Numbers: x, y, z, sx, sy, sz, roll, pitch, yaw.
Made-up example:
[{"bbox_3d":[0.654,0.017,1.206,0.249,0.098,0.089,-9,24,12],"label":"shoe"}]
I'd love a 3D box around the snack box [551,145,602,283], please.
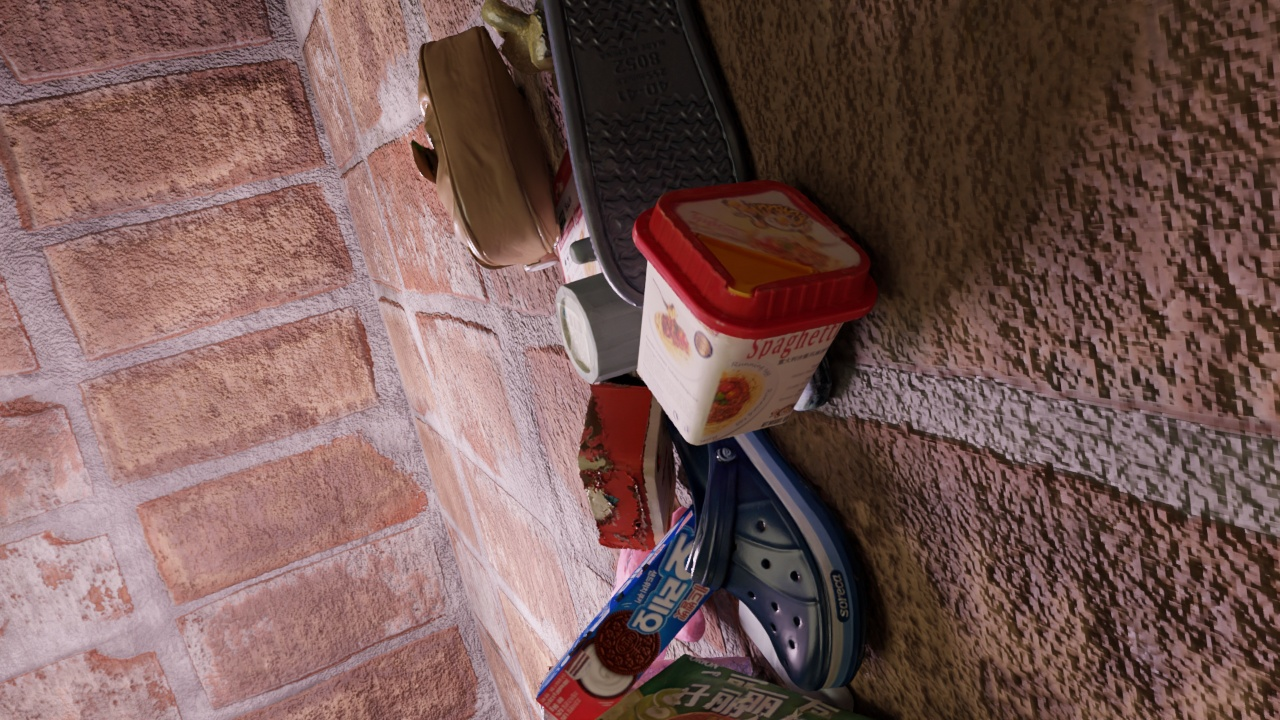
[{"bbox_3d":[-0.040,-0.109,0.811,0.113,0.044,0.127,136,121,-67],"label":"snack box"}]

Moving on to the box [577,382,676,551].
[{"bbox_3d":[-0.016,0.098,0.800,0.168,0.079,0.091,80,-165,-53],"label":"box"}]

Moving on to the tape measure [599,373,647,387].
[{"bbox_3d":[-0.012,0.048,0.896,0.066,0.033,0.066,-152,50,-63],"label":"tape measure"}]

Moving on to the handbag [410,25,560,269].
[{"bbox_3d":[-0.136,-0.177,0.801,0.148,0.100,0.204,56,-161,-75],"label":"handbag"}]

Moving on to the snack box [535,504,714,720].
[{"bbox_3d":[0.000,0.215,0.768,0.058,0.207,0.057,40,-179,2],"label":"snack box"}]

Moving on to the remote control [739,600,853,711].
[{"bbox_3d":[0.123,0.238,0.738,0.136,0.020,0.056,48,150,46],"label":"remote control"}]

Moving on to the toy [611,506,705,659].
[{"bbox_3d":[0.010,0.220,0.920,0.195,0.074,0.178,123,146,-50],"label":"toy"}]

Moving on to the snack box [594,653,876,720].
[{"bbox_3d":[0.081,0.295,0.668,0.241,0.114,0.063,0,108,49],"label":"snack box"}]

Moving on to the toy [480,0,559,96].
[{"bbox_3d":[-0.089,-0.278,0.791,0.105,0.066,0.157,49,178,-33],"label":"toy"}]

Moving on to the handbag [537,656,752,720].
[{"bbox_3d":[0.008,0.327,0.854,0.134,0.194,0.075,87,180,-47],"label":"handbag"}]

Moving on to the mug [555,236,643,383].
[{"bbox_3d":[-0.004,-0.050,0.699,0.083,0.103,0.124,50,151,45],"label":"mug"}]

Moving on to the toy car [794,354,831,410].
[{"bbox_3d":[0.087,-0.003,0.612,0.105,0.031,0.049,38,142,54],"label":"toy car"}]

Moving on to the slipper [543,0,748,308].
[{"bbox_3d":[0.000,-0.167,0.617,0.083,0.110,0.268,171,86,-85],"label":"slipper"}]

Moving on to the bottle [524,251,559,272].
[{"bbox_3d":[-0.131,-0.186,0.947,0.068,0.068,0.189,-21,88,69],"label":"bottle"}]

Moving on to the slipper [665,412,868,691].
[{"bbox_3d":[0.073,0.119,0.668,0.105,0.095,0.252,97,151,-53],"label":"slipper"}]

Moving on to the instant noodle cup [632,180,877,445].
[{"bbox_3d":[0.056,-0.025,0.536,0.116,0.116,0.124,54,145,38],"label":"instant noodle cup"}]
